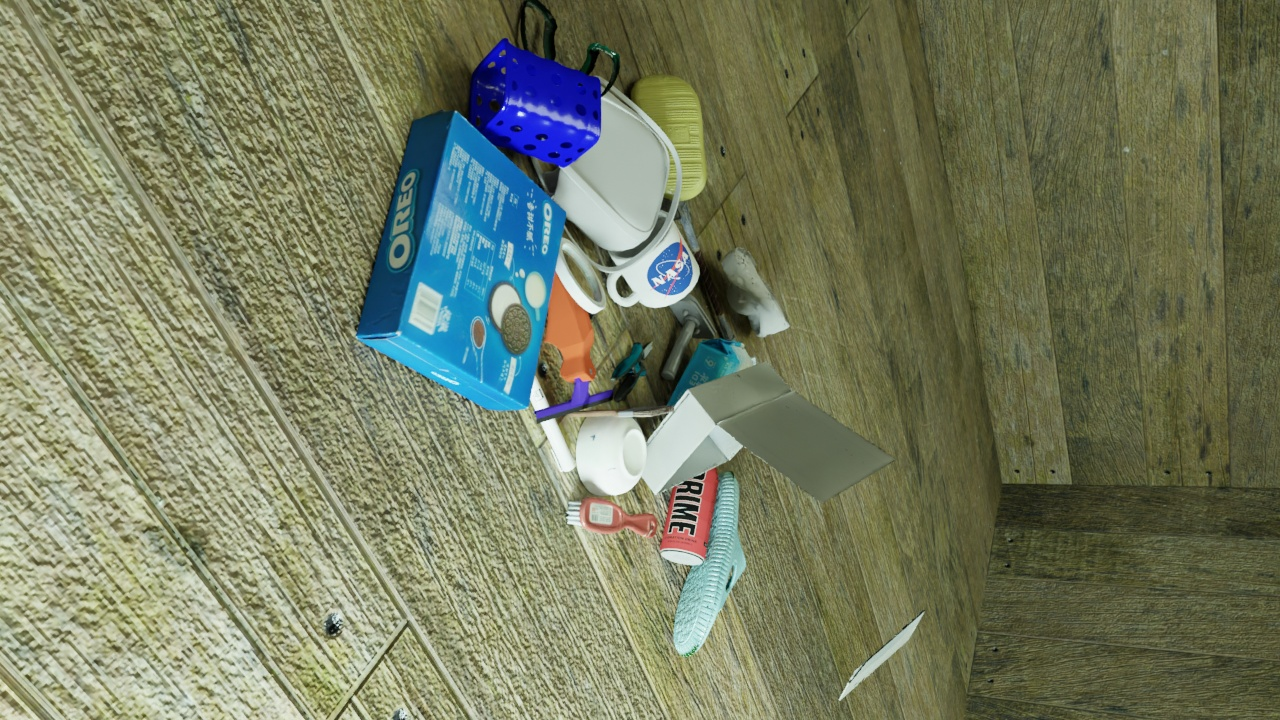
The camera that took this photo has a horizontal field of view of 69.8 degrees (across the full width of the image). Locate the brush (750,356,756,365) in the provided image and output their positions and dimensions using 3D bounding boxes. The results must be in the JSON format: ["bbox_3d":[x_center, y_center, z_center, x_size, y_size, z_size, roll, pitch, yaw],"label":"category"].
[{"bbox_3d":[0.144,0.044,1.418,0.135,0.055,0.075,-25,113,-57],"label":"brush"}]

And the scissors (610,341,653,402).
[{"bbox_3d":[-0.009,0.004,1.190,0.139,0.019,0.128,47,48,-62],"label":"scissors"}]

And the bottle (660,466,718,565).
[{"bbox_3d":[0.074,0.191,1.279,0.062,0.062,0.176,45,50,-48],"label":"bottle"}]

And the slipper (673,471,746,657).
[{"bbox_3d":[0.110,0.284,1.290,0.116,0.069,0.275,122,-14,-55],"label":"slipper"}]

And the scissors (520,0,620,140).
[{"bbox_3d":[-0.104,-0.324,1.034,0.154,0.015,0.208,40,52,-23],"label":"scissors"}]

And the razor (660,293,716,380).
[{"bbox_3d":[0.058,-0.023,1.300,0.088,0.047,0.116,53,52,-43],"label":"razor"}]

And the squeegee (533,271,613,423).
[{"bbox_3d":[-0.082,-0.036,1.042,0.249,0.055,0.184,-12,85,-73],"label":"squeegee"}]

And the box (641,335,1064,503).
[{"bbox_3d":[0.211,0.075,1.068,0.166,0.508,0.148,-18,99,-44],"label":"box"}]

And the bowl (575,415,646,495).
[{"bbox_3d":[-0.029,0.112,1.121,0.104,0.054,0.105,12,76,-58],"label":"bowl"}]

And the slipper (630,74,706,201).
[{"bbox_3d":[0.041,-0.294,1.241,0.082,0.091,0.190,99,-19,-72],"label":"slipper"}]

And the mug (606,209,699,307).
[{"bbox_3d":[0.007,-0.121,1.183,0.121,0.091,0.090,-43,132,-9],"label":"mug"}]

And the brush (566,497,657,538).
[{"bbox_3d":[-0.033,0.196,1.128,0.172,0.030,0.041,26,65,-55],"label":"brush"}]

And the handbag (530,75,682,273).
[{"bbox_3d":[-0.059,-0.239,1.082,0.222,0.096,0.215,36,55,-38],"label":"handbag"}]

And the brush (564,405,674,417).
[{"bbox_3d":[-0.031,0.058,1.033,0.045,0.143,0.008,-8,93,-51],"label":"brush"}]

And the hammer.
[{"bbox_3d":[0.091,-0.145,1.367,0.098,0.044,0.322,-62,140,-41],"label":"hammer"}]

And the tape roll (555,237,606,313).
[{"bbox_3d":[-0.070,-0.096,1.034,0.093,0.013,0.092,51,19,-25],"label":"tape roll"}]

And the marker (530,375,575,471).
[{"bbox_3d":[-0.105,0.070,1.033,0.020,0.017,0.134,-30,118,-16],"label":"marker"}]

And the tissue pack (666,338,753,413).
[{"bbox_3d":[0.099,0.032,1.301,0.092,0.062,0.144,13,109,-57],"label":"tissue pack"}]

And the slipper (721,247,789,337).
[{"bbox_3d":[0.175,-0.103,1.448,0.112,0.074,0.247,52,3,27],"label":"slipper"}]

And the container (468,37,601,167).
[{"bbox_3d":[-0.108,-0.263,0.951,0.113,0.085,0.085,11,71,-34],"label":"container"}]

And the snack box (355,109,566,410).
[{"bbox_3d":[-0.165,-0.093,0.908,0.195,0.056,0.238,38,55,-52],"label":"snack box"}]
